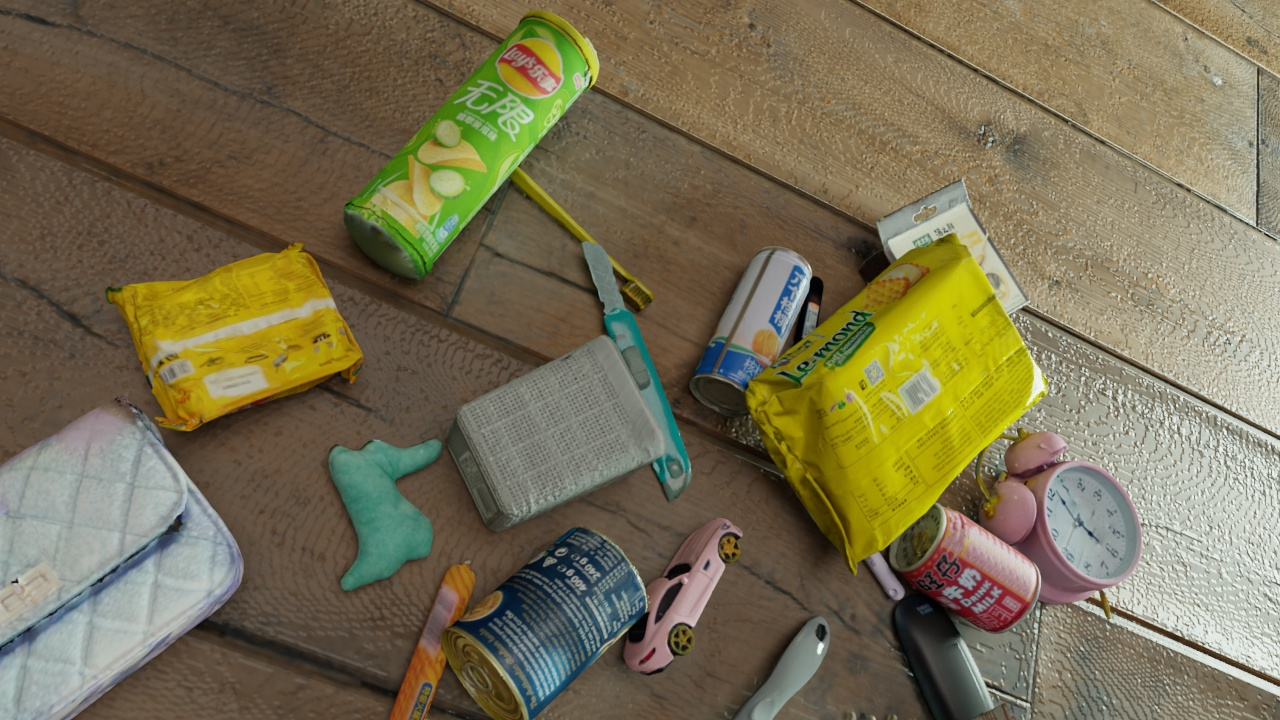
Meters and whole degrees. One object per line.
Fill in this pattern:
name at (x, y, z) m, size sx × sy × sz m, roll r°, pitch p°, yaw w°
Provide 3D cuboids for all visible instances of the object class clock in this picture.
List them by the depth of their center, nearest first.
clock at (0.336, 0.125, 0.752) m, size 0.158 × 0.060 × 0.117 m, roll 41°, pitch 61°, yaw -1°

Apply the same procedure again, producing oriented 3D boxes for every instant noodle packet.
instant noodle packet at (-0.255, -0.015, 0.584) m, size 0.128 × 0.044 × 0.110 m, roll -21°, pitch 73°, yaw -35°

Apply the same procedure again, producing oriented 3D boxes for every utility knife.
utility knife at (-0.004, 0.004, 0.688) m, size 0.029 × 0.013 × 0.207 m, roll -18°, pitch 81°, yaw -17°

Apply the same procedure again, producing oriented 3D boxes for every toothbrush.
toothbrush at (0.147, 0.105, 0.711) m, size 0.189 × 0.029 × 0.021 m, roll 55°, pitch 25°, yaw 4°
toothbrush at (-0.063, -0.108, 0.712) m, size 0.190 × 0.016 × 0.016 m, roll 43°, pitch 69°, yaw -1°

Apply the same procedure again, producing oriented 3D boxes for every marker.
marker at (0.135, -0.017, 0.755) m, size 0.018 × 0.015 × 0.123 m, roll 23°, pitch 62°, yaw -13°

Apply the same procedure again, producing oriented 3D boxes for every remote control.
remote control at (0.235, 0.242, 0.690) m, size 0.053 × 0.024 × 0.136 m, roll -18°, pitch 78°, yaw -26°

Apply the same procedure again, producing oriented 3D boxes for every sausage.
sausage at (-0.136, 0.200, 0.567) m, size 0.021 × 0.021 × 0.164 m, roll 24°, pitch 65°, yaw -11°

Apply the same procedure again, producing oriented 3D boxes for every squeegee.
squeegee at (0.058, 0.257, 0.610) m, size 0.245 × 0.039 × 0.246 m, roll -39°, pitch 88°, yaw -28°

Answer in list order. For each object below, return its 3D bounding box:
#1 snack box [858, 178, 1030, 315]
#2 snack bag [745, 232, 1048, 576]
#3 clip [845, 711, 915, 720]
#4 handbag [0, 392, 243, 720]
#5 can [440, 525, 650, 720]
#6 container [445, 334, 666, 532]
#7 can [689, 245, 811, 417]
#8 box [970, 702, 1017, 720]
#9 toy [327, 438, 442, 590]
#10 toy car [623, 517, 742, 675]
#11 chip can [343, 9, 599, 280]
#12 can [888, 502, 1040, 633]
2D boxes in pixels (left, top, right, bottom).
snack box at (0.262, -0.077, 0.802) m, size 0.113 × 0.053 × 0.125 m, roll -27°, pitch 82°, yaw -26°
snack bag at (0.199, 0.024, 0.690) m, size 0.246 × 0.068 × 0.158 m, roll -37°, pitch 100°, yaw -23°
clip at (0.181, 0.297, 0.645) m, size 0.083 × 0.035 × 0.104 m, roll -8°, pitch 78°, yaw -22°
handbag at (-0.325, 0.122, 0.494) m, size 0.193 × 0.076 × 0.134 m, roll -39°, pitch 86°, yaw -29°
can at (-0.057, 0.163, 0.574) m, size 0.110 × 0.075 × 0.075 m, roll -35°, pitch 86°, yaw -35°
container at (-0.061, 0.053, 0.613) m, size 0.114 × 0.090 × 0.090 m, roll -24°, pitch 80°, yaw -24°
can at (0.088, -0.025, 0.717) m, size 0.053 × 0.053 × 0.134 m, roll 32°, pitch 63°, yaw -7°
box at (0.206, 0.344, 0.580) m, size 0.178 × 0.152 × 0.182 m, roll -34°, pitch 99°, yaw 11°
toy at (-0.164, 0.090, 0.594) m, size 0.096 × 0.030 × 0.092 m, roll -23°, pitch 82°, yaw -32°
toy car at (0.026, 0.157, 0.626) m, size 0.037 × 0.056 × 0.122 m, roll 40°, pitch 61°, yaw -11°
chip can at (-0.120, -0.156, 0.661) m, size 0.072 × 0.073 × 0.220 m, roll 37°, pitch 70°, yaw -4°
can at (0.246, 0.157, 0.700) m, size 0.094 × 0.067 × 0.066 m, roll 33°, pitch 63°, yaw -9°
